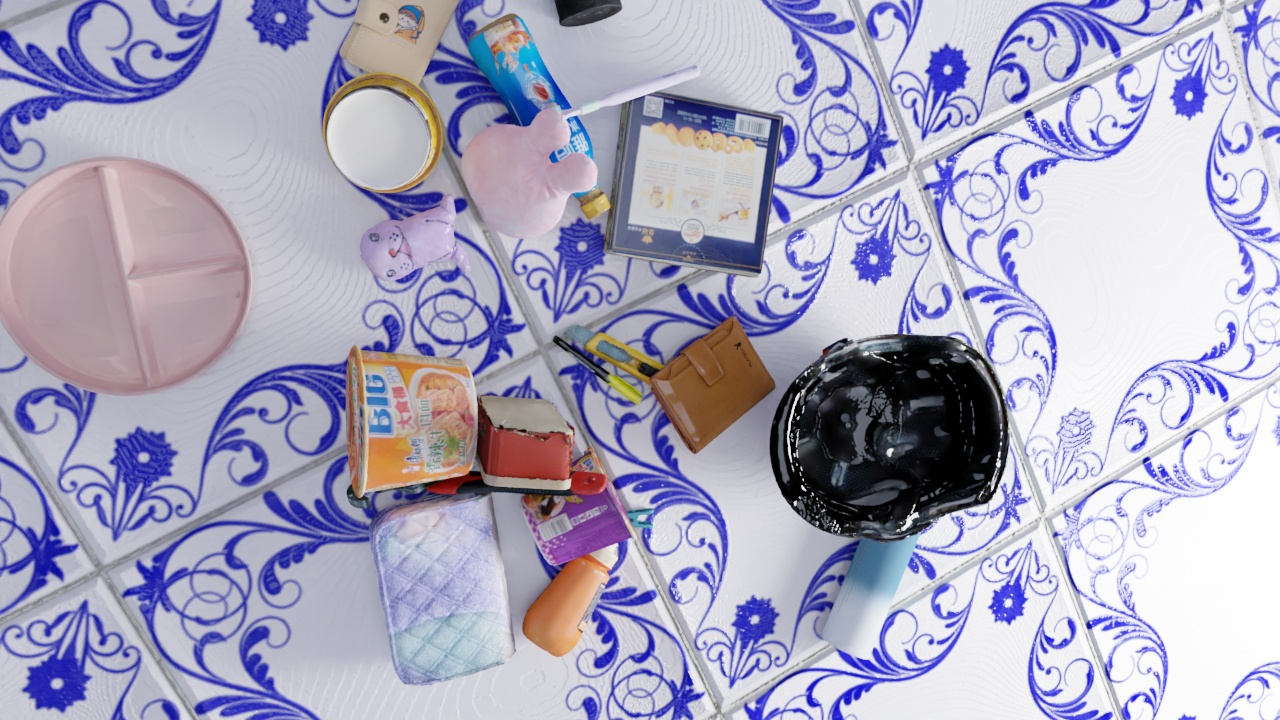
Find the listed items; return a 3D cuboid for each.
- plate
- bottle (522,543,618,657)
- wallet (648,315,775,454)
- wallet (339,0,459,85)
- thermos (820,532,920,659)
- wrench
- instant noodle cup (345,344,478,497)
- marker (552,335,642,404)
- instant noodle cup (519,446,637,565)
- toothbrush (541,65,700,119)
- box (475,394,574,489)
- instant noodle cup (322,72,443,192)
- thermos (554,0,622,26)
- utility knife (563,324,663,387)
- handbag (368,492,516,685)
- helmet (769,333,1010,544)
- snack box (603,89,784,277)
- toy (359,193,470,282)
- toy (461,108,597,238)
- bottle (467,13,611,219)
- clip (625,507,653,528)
[{"bbox_3d":[-0.498,-0.080,0.891,0.229,0.028,0.229,-2,98,-15],"label":"plate"},{"bbox_3d":[-0.071,0.255,1.031,0.066,0.067,0.149,37,78,-16],"label":"bottle"},{"bbox_3d":[0.083,0.026,1.049,0.131,0.031,0.108,-37,105,-21],"label":"wallet"},{"bbox_3d":[-0.247,-0.341,0.932,0.087,0.024,0.115,25,91,-15],"label":"wallet"},{"bbox_3d":[0.289,0.251,1.122,0.070,0.070,0.220,22,90,-16],"label":"thermos"},{"bbox_3d":[-0.170,0.129,0.954,0.273,0.056,0.016,-3,120,6],"label":"wrench"},{"bbox_3d":[-0.232,0.059,0.923,0.111,0.151,0.151,-1,96,-23],"label":"instant noodle cup"},{"bbox_3d":[-0.047,0.010,1.028,0.124,0.018,0.015,37,84,-15],"label":"marker"},{"bbox_3d":[-0.071,0.165,0.999,0.099,0.111,0.111,-27,102,-1],"label":"instant noodle cup"},{"bbox_3d":[-0.015,-0.280,0.953,0.188,0.021,0.029,-24,57,-25],"label":"toothbrush"},{"bbox_3d":[-0.120,0.073,0.937,0.091,0.168,0.076,5,97,-15],"label":"box"},{"bbox_3d":[-0.250,-0.217,0.888,0.118,0.114,0.118,-3,107,-12],"label":"instant noodle cup"},{"bbox_3d":[-0.070,-0.477,0.939,0.090,0.068,0.242,-15,100,-8],"label":"thermos"},{"bbox_3d":[-0.006,0.006,1.039,0.180,0.015,0.033,28,85,-17],"label":"utility knife"},{"bbox_3d":[-0.211,0.238,0.982,0.134,0.075,0.194,-9,100,-18],"label":"handbag"},{"bbox_3d":[0.267,0.079,1.050,0.274,0.157,0.230,-16,94,-3],"label":"helmet"},{"bbox_3d":[0.058,-0.195,1.018,0.177,0.046,0.182,7,94,-16],"label":"snack box"},{"bbox_3d":[-0.236,-0.118,0.952,0.108,0.039,0.084,-19,110,-13],"label":"toy"},{"bbox_3d":[-0.113,-0.188,0.931,0.121,0.160,0.054,58,42,-18],"label":"toy"},{"bbox_3d":[-0.099,-0.249,0.961,0.065,0.065,0.219,-33,104,-10],"label":"bottle"},{"bbox_3d":[-0.011,0.183,1.060,0.057,0.014,0.047,3,98,-15],"label":"clip"}]
